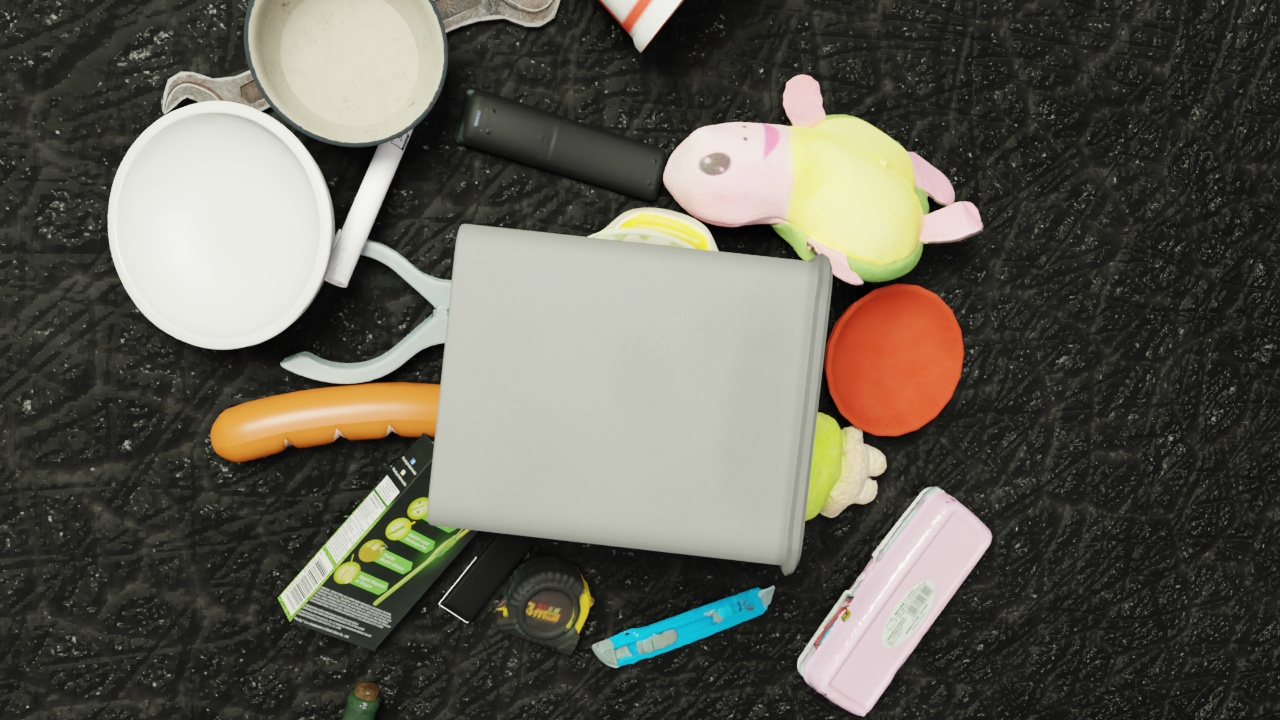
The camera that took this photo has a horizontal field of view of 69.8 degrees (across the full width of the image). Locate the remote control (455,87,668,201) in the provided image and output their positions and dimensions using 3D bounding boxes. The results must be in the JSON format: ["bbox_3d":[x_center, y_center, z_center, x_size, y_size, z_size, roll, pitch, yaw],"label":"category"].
[{"bbox_3d":[-0.052,-0.151,0.648,0.151,0.020,0.041,13,97,-20],"label":"remote control"}]

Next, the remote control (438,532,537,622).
[{"bbox_3d":[-0.101,0.143,0.690,0.028,0.012,0.124,40,87,-19],"label":"remote control"}]

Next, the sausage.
[{"bbox_3d":[-0.205,0.040,0.627,0.164,0.039,0.044,-6,106,-15],"label":"sausage"}]

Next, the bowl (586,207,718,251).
[{"bbox_3d":[-0.004,0.004,0.653,0.188,0.060,0.219,12,92,-1],"label":"bowl"}]

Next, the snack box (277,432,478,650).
[{"bbox_3d":[-0.170,0.129,0.642,0.147,0.025,0.080,-49,138,-3],"label":"snack box"}]

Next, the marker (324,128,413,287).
[{"bbox_3d":[-0.177,-0.111,0.601,0.020,0.017,0.133,31,72,-42],"label":"marker"}]

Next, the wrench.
[{"bbox_3d":[-0.178,-0.211,0.606,0.273,0.010,0.070,-28,106,-10],"label":"wrench"}]

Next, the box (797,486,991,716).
[{"bbox_3d":[0.218,0.205,0.784,0.086,0.044,0.202,38,87,-24],"label":"box"}]

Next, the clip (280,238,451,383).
[{"bbox_3d":[-0.166,-0.062,0.627,0.172,0.029,0.143,-10,104,-15],"label":"clip"}]

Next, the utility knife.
[{"bbox_3d":[0.038,0.215,0.743,0.158,0.015,0.031,-18,109,-14],"label":"utility knife"}]

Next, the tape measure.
[{"bbox_3d":[-0.072,0.180,0.694,0.067,0.038,0.063,22,101,-16],"label":"tape measure"}]

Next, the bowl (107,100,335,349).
[{"bbox_3d":[-0.254,-0.083,0.576,0.150,0.043,0.149,1,95,10],"label":"bowl"}]

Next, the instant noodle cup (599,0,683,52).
[{"bbox_3d":[-0.006,-0.290,0.590,0.121,0.123,0.123,39,87,-11],"label":"instant noodle cup"}]

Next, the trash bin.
[{"bbox_3d":[-0.006,0.020,0.576,0.220,0.097,0.192,6,91,1],"label":"trash bin"}]

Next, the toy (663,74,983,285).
[{"bbox_3d":[0.137,-0.123,0.668,0.238,0.088,0.189,3,63,-17],"label":"toy"}]

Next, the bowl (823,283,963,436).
[{"bbox_3d":[0.197,-0.002,0.739,0.122,0.035,0.122,-3,101,-16],"label":"bowl"}]

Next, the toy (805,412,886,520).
[{"bbox_3d":[0.145,0.088,0.736,0.115,0.046,0.092,10,98,-25],"label":"toy"}]

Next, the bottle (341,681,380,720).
[{"bbox_3d":[-0.222,0.317,0.665,0.055,0.055,0.174,16,93,-18],"label":"bottle"}]

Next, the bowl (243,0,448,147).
[{"bbox_3d":[-0.181,-0.190,0.571,0.115,0.059,0.115,-3,101,-16],"label":"bowl"}]
